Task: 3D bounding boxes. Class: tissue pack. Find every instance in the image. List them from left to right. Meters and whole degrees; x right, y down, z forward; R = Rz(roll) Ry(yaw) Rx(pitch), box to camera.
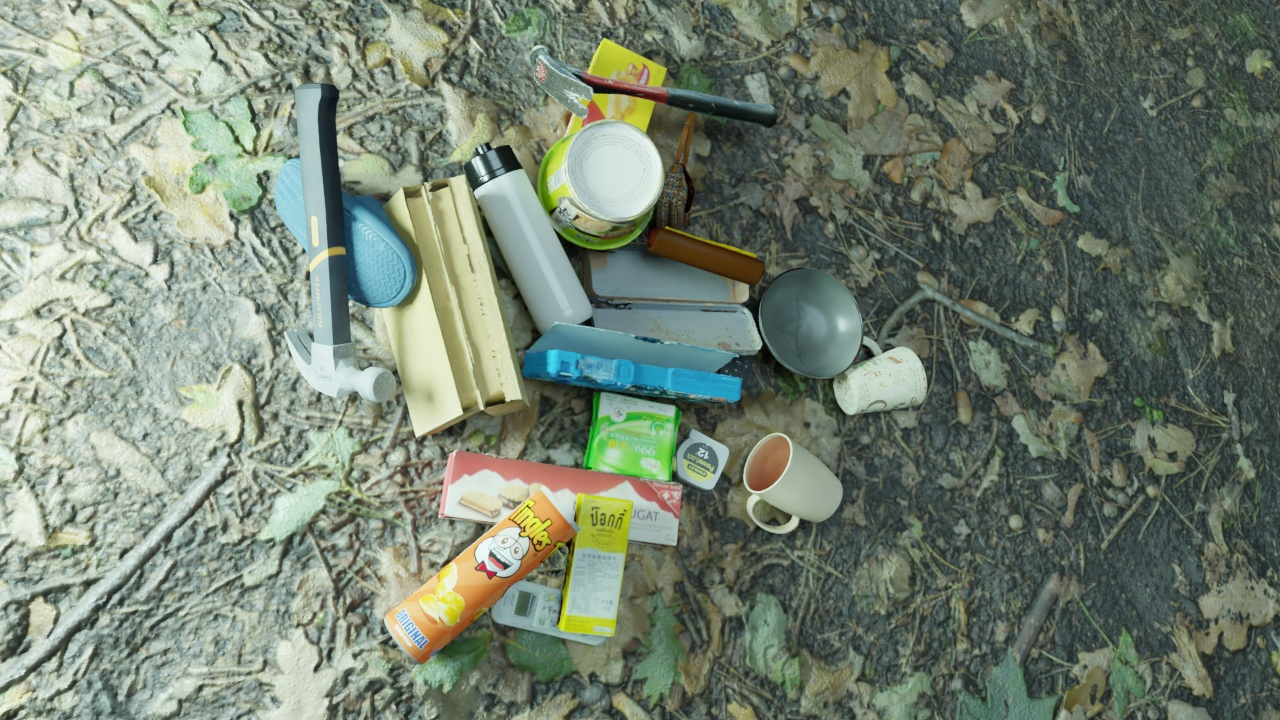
[{"bbox_3d":[-0.010,0.090,1.090,0.114,0.034,0.099,11,75,-16],"label":"tissue pack"}]

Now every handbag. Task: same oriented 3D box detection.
[{"bbox_3d":[0.060,-0.247,1.171,0.043,0.094,0.195,10,63,7],"label":"handbag"}]

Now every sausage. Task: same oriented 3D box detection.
[{"bbox_3d":[0.082,-0.130,1.131,0.155,0.040,0.040,16,72,-14],"label":"sausage"}]

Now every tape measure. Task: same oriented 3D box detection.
[{"bbox_3d":[0.071,0.121,1.122,0.064,0.017,0.064,29,69,-13],"label":"tape measure"}]

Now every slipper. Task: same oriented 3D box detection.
[{"bbox_3d":[-0.313,-0.135,0.981,0.214,0.104,0.059,40,30,18],"label":"slipper"}]

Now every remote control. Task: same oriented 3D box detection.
[{"bbox_3d":[-0.098,0.278,1.017,0.133,0.022,0.050,18,72,-16],"label":"remote control"},{"bbox_3d":[0.131,-0.015,1.181,0.039,0.010,0.124,27,70,-14],"label":"remote control"}]

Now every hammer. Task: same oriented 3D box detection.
[{"bbox_3d":[-0.314,-0.118,0.928,0.035,0.139,0.313,-18,112,-55],"label":"hammer"},{"bbox_3d":[0.031,-0.322,1.130,0.325,0.036,0.140,2,36,-27],"label":"hammer"}]

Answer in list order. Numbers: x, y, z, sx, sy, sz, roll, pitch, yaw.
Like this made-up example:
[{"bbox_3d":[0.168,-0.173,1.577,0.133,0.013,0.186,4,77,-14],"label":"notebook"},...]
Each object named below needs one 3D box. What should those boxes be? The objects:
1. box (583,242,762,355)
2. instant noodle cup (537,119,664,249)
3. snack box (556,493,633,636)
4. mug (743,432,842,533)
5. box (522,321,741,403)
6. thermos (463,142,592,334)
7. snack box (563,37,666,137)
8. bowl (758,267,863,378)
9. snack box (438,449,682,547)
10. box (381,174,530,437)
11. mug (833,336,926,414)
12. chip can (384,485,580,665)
[{"bbox_3d":[0.039,-0.074,1.136,0.216,0.063,0.157,0,57,-21],"label":"box"},{"bbox_3d":[-0.041,-0.209,1.067,0.146,0.098,0.146,2,83,-17],"label":"instant noodle cup"},{"bbox_3d":[-0.049,0.224,1.009,0.061,0.026,0.149,11,83,-18],"label":"snack box"},{"bbox_3d":[0.183,0.161,1.129,0.104,0.085,0.111,33,96,-23],"label":"mug"},{"bbox_3d":[-0.006,0.005,1.060,0.243,0.091,0.066,9,84,-28],"label":"box"},{"bbox_3d":[-0.135,-0.143,1.076,0.068,0.101,0.230,-26,97,-7],"label":"thermos"},{"bbox_3d":[-0.040,-0.302,1.164,0.092,0.042,0.200,23,71,-15],"label":"snack box"},{"bbox_3d":[0.211,-0.043,1.194,0.150,0.057,0.150,5,76,-21],"label":"bowl"},{"bbox_3d":[-0.085,0.158,1.038,0.272,0.044,0.076,12,75,-18],"label":"snack box"},{"bbox_3d":[-0.206,-0.057,0.997,0.148,0.141,0.248,-15,83,-16],"label":"box"},{"bbox_3d":[0.305,0.015,1.217,0.097,0.081,0.122,-13,62,-16],"label":"mug"},{"bbox_3d":[-0.163,0.222,0.958,0.210,0.062,0.062,-39,94,-11],"label":"chip can"}]
